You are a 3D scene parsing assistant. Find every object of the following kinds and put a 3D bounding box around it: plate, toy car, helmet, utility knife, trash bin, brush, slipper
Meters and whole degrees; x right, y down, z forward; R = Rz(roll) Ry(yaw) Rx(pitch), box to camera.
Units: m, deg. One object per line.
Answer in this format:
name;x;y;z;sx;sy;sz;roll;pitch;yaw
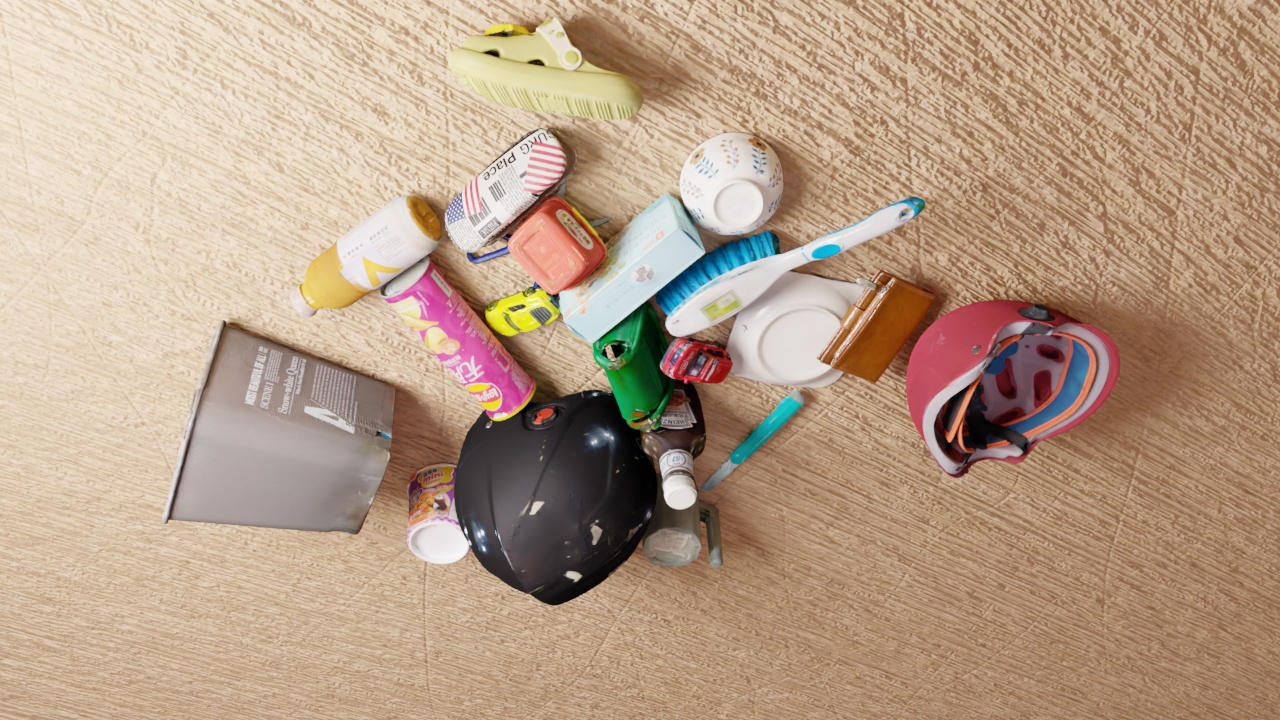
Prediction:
plate;0.194;-0.028;1.121;0.163;0.034;0.165;9;125;-9
toy car;0.069;0.001;1.094;0.120;0.045;0.053;8;113;-56
helmet;-0.093;0.169;1.145;0.274;0.230;0.233;-35;125;-2
helmet;0.425;0.012;1.099;0.240;0.143;0.207;-15;128;-10
utility knife;0.148;0.112;1.233;0.029;0.013;0.222;28;124;-19
trash bin;-0.421;0.093;1.090;0.219;0.198;0.199;15;124;-22
brush;0.155;-0.112;1.009;0.315;0.109;0.060;-30;120;19
slipper;-0.087;-0.287;0.894;0.190;0.091;0.081;11;86;0
toy car;-0.140;-0.052;1.071;0.105;0.032;0.048;-15;133;35

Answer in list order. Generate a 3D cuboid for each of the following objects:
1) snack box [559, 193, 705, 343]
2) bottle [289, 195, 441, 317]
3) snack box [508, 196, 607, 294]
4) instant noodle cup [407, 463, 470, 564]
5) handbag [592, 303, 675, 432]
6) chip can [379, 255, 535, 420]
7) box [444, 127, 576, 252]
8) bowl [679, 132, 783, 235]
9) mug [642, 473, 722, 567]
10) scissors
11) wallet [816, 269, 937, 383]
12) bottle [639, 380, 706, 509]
snack box;-0.013;-0.102;1.021;0.175;0.074;0.051;-38;126;19
bottle;-0.307;-0.109;1.012;0.190;0.067;0.068;-30;123;18
snack box;-0.093;-0.119;0.983;0.082;0.080;0.091;-40;97;19
instant noodle cup;-0.265;0.212;1.236;0.111;0.099;0.112;-1;128;-1
handbag;-0.006;0.006;1.083;0.068;0.120;0.131;-12;128;13
chip can;-0.211;-0.023;1.080;0.071;0.071;0.210;-27;123;16
box;-0.143;-0.178;0.963;0.164;0.081;0.075;-35;105;23
bowl;0.101;-0.181;0.985;0.113;0.062;0.114;-2;125;-3
mug;0.058;0.225;1.257;0.124;0.103;0.084;25;122;-17
scissors;-0.116;-0.128;1.043;0.162;0.012;0.176;1;125;-5
wallet;0.278;-0.039;1.088;0.119;0.035;0.131;18;114;-34
bottle;0.041;0.098;1.105;0.080;0.194;0.044;2;126;-5
